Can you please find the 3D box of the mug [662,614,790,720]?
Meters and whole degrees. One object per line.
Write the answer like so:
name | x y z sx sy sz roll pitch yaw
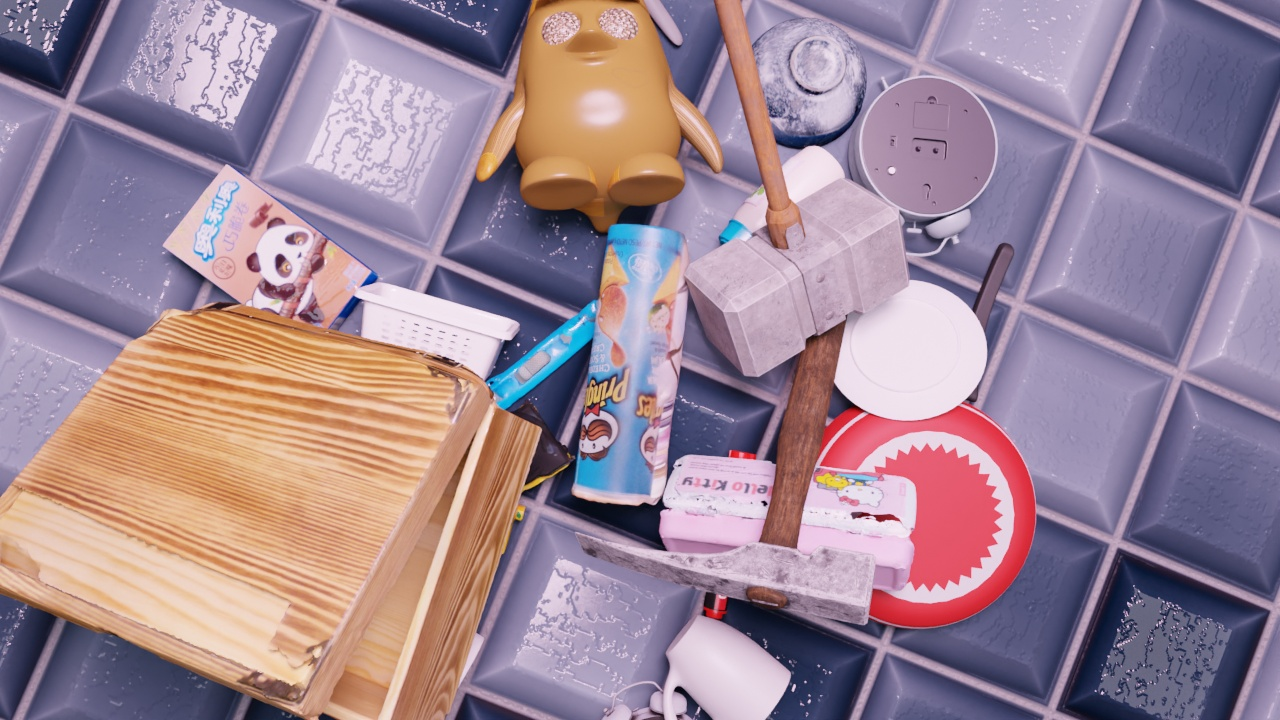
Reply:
mug | 0.058 0.274 0.769 0.089 0.071 0.107 40 68 6

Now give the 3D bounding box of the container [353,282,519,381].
container | -0.171 -0.022 0.763 0.129 0.080 0.049 16 99 -4

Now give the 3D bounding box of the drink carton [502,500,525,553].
drink carton | -0.160 0.124 0.767 0.122 0.058 0.041 14 88 -4

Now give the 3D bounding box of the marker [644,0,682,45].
marker | -0.003 -0.337 0.811 0.022 0.016 0.138 -38 93 -27

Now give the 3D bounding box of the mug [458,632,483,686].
mug | -0.191 0.246 0.739 0.090 0.110 0.074 32 117 -3

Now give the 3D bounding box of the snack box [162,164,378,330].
snack box | -0.310 -0.084 0.774 0.151 0.034 0.087 37 87 -3

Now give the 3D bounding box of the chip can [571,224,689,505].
chip can | -0.005 0.005 0.771 0.080 0.080 0.229 8 90 -4

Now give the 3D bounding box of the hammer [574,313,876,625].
hammer | 0.094 0.050 0.742 0.218 0.037 0.299 8 54 17

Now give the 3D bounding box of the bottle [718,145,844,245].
bottle | 0.111 -0.123 0.796 0.146 0.051 0.051 -43 92 -4

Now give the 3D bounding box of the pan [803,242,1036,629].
pan | 0.267 0.063 0.802 0.209 0.067 0.356 21 91 -1

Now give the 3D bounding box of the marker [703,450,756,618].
marker | 0.078 0.152 0.802 0.023 0.021 0.145 9 88 19

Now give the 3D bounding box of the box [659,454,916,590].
box | 0.120 0.120 0.750 0.202 0.088 0.095 5 62 16

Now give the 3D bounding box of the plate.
plate | 0.228 -0.013 0.790 0.135 0.011 0.134 -5 64 10

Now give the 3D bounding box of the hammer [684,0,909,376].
hammer | 0.093 -0.152 0.675 0.162 0.083 0.318 -30 130 -8

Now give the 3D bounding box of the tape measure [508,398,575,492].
tape measure | -0.104 0.077 0.782 0.072 0.042 0.071 -36 95 -2

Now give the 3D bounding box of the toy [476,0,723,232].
toy | -0.037 -0.226 0.742 0.198 0.163 0.203 -4 78 -7

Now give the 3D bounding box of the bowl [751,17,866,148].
bowl | 0.147 -0.247 0.797 0.114 0.061 0.114 0 90 -4

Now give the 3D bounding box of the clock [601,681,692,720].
clock | 0.012 0.336 0.788 0.094 0.035 0.122 -18 89 -4

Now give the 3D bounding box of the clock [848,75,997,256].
clock | 0.246 -0.171 0.810 0.122 0.045 0.159 5 89 -4

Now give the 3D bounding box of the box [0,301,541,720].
box | -0.251 0.087 0.637 0.279 0.215 0.257 14 78 20

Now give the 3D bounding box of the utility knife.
utility knife | -0.078 -0.008 0.799 0.173 0.015 0.031 -41 97 -5
